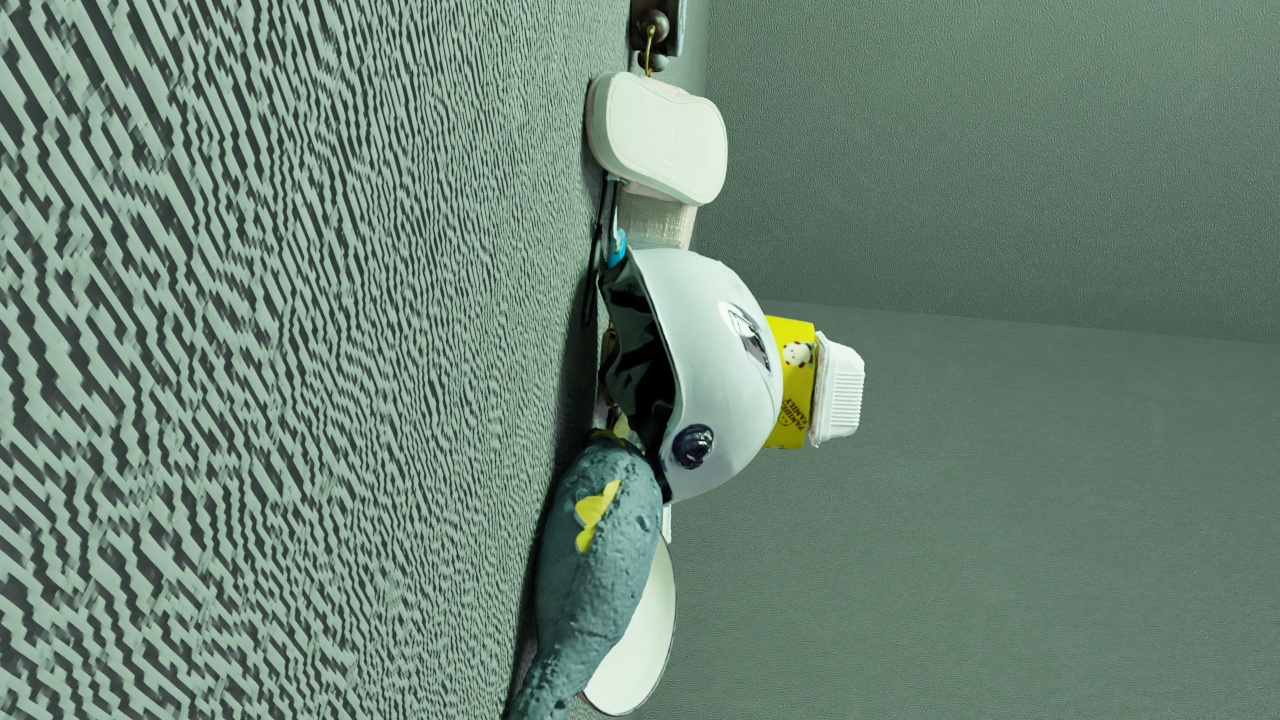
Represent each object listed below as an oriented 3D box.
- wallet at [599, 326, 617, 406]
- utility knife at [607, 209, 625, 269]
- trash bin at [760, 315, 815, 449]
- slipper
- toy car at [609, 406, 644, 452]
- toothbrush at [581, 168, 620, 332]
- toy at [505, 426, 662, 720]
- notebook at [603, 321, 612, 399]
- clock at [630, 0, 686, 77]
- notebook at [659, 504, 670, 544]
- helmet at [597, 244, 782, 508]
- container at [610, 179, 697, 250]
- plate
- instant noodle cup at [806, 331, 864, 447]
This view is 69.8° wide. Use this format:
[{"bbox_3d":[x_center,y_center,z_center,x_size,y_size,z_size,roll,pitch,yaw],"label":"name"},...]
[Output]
[{"bbox_3d":[-0.006,0.006,1.033,0.115,0.033,0.090,-4,99,-63],"label":"wallet"},{"bbox_3d":[-0.023,-0.104,0.914,0.203,0.018,0.034,95,5,-73],"label":"utility knife"},{"bbox_3d":[0.111,0.025,1.325,0.229,0.255,0.229,7,88,-86],"label":"trash bin"},{"bbox_3d":[0.014,-0.205,0.856,0.273,0.054,0.114,-11,103,-63],"label":"slipper"},{"bbox_3d":[-0.001,0.086,1.163,0.158,0.042,0.070,0,107,-66],"label":"toy car"},{"bbox_3d":[-0.037,-0.110,0.846,0.016,0.018,0.180,91,8,-70],"label":"toothbrush"},{"bbox_3d":[-0.040,0.149,0.737,0.138,0.091,0.355,-53,-165,37],"label":"toy"},{"bbox_3d":[0.022,-0.035,1.118,0.211,0.012,0.149,-8,106,-58],"label":"notebook"},{"bbox_3d":[0.018,-0.358,0.977,0.082,0.055,0.121,86,11,-66],"label":"clock"},{"bbox_3d":[-0.003,0.192,1.149,0.210,0.012,0.150,125,-25,-53],"label":"notebook"},{"bbox_3d":[0.055,0.007,0.860,0.228,0.145,0.259,-113,-161,-44],"label":"helmet"},{"bbox_3d":[0.016,-0.164,0.992,0.090,0.090,0.110,78,21,-74],"label":"container"},{"bbox_3d":[-0.027,0.240,0.884,0.192,0.039,0.192,11,77,-57],"label":"plate"},{"bbox_3d":[0.263,0.037,1.246,0.173,0.060,0.138,-65,160,-80],"label":"instant noodle cup"}]
